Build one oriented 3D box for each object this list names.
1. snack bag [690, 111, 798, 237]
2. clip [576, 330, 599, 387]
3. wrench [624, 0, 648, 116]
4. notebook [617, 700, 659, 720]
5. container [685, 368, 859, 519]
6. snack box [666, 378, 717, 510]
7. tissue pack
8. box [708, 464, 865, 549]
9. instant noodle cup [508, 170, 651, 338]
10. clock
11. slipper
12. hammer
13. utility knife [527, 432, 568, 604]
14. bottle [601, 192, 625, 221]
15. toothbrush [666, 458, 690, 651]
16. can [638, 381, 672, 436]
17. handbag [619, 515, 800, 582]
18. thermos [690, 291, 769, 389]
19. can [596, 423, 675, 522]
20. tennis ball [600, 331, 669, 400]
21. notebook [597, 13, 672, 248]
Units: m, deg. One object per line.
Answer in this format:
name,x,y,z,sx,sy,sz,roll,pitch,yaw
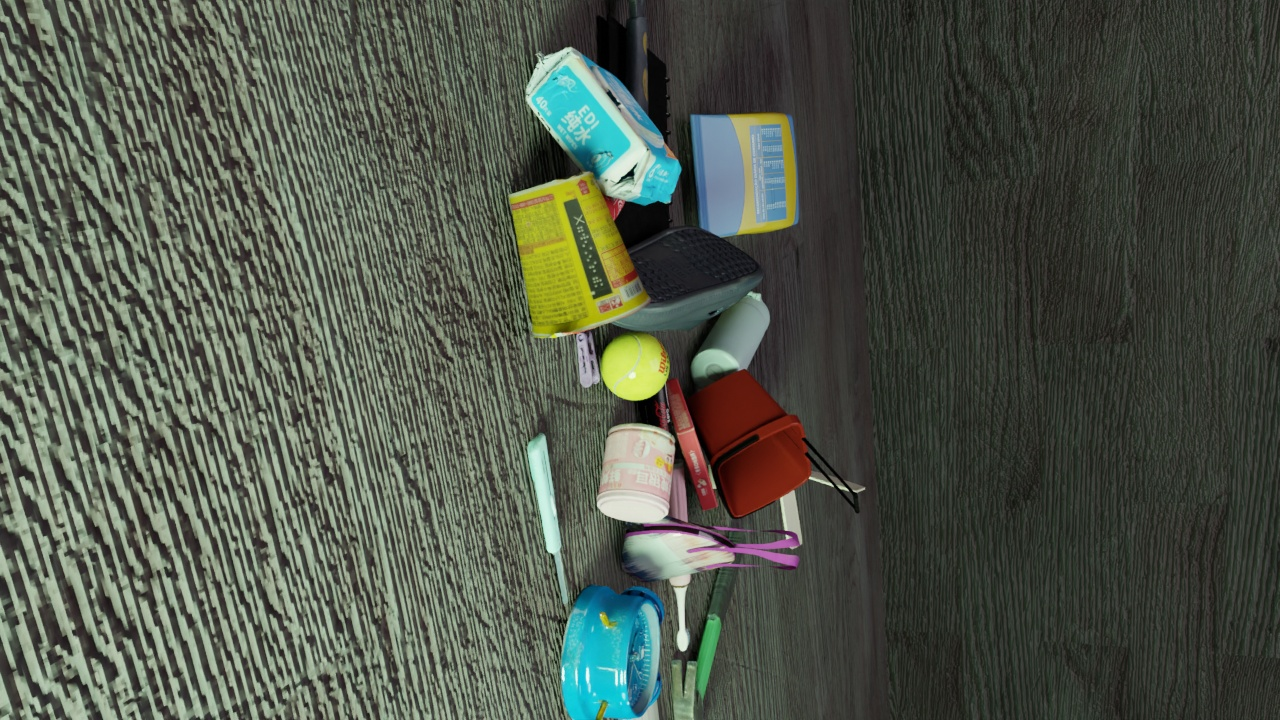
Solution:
snack bag,0.123,-0.242,1.197,0.204,0.102,0.159,-21,109,-55
clip,-0.048,-0.002,0.831,0.036,0.013,0.052,-21,106,-70
wrench,-0.004,-0.300,0.907,0.073,0.022,0.273,15,74,-72
notebook,-0.017,0.419,0.888,0.209,0.009,0.143,-40,126,-65
container,0.146,0.123,1.077,0.200,0.127,0.148,58,-6,39
snack box,0.056,0.096,1.041,0.089,0.021,0.133,-107,178,-50
tissue pack,-0.029,-0.194,0.762,0.144,0.062,0.092,52,19,10
box,0.187,0.184,1.223,0.144,0.187,0.101,4,101,-62
instant noodle cup,-0.054,-0.086,0.718,0.100,0.100,0.112,-42,118,-64
clock,-0.018,0.260,0.823,0.161,0.060,0.116,20,70,-69
slipper,0.032,-0.064,0.911,0.267,0.111,0.083,-27,144,-53
hammer,0.093,0.333,1.159,0.317,0.032,0.130,-64,145,-52
utility knife,-0.075,0.135,0.752,0.022,0.015,0.158,-53,140,-61
bottle,-0.040,-0.138,0.818,0.141,0.042,0.042,-66,147,-50
toothbrush,0.042,0.221,1.037,0.026,0.027,0.222,-19,107,-62
can,0.015,0.056,0.966,0.031,0.032,0.080,-41,127,-64
handbag,0.073,0.186,0.914,0.144,0.170,0.068,51,42,-58
thermos,0.123,-0.026,1.213,0.206,0.065,0.078,-53,151,-59
can,-0.003,0.107,0.862,0.067,0.067,0.076,55,37,-56
tennis ball,-0.005,0.005,0.867,0.065,0.065,0.065,-1,90,-69
notebook,-0.002,-0.217,0.959,0.169,0.019,0.231,1,87,-68
